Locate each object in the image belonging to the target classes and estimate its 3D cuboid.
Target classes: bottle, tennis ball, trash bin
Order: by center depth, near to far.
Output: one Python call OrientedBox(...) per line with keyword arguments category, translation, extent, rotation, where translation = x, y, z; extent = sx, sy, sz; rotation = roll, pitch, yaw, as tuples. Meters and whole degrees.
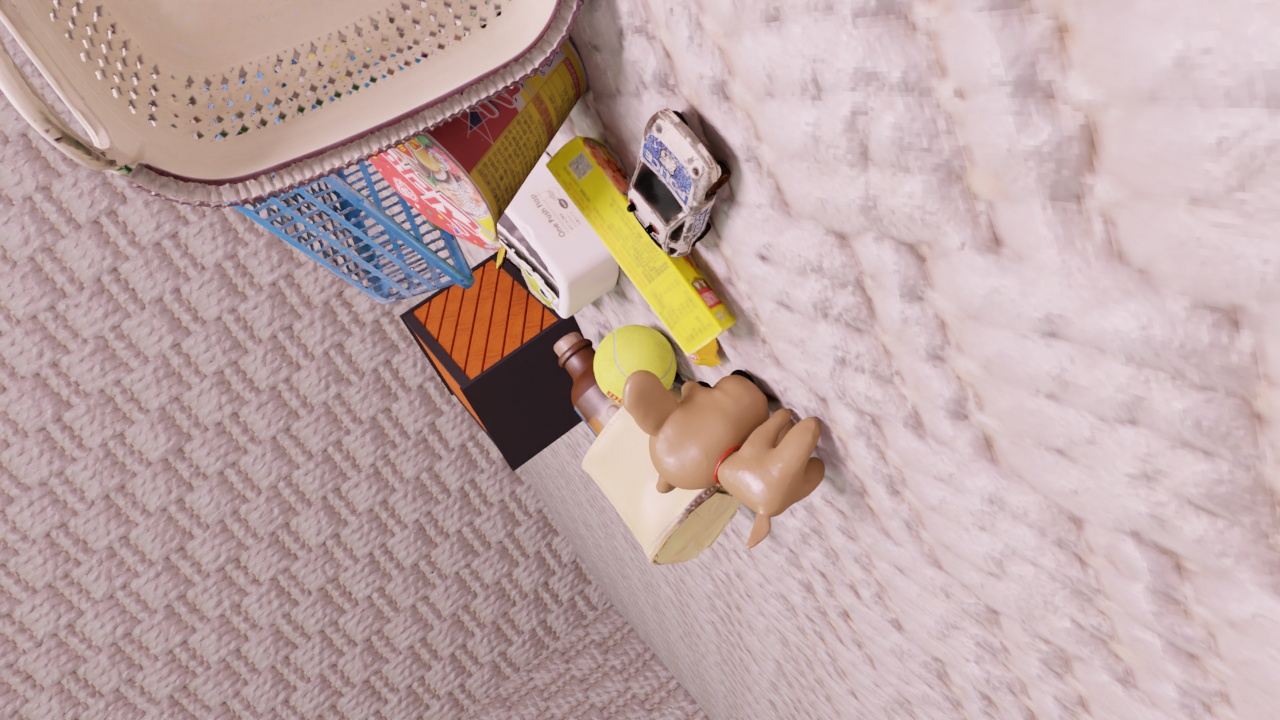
OrientedBox(category="tennis ball", translation=(-0.004, 0.004, 0.724), extent=(0.065, 0.065, 0.065), rotation=(50, 166, 17))
OrientedBox(category="bottle", translation=(-0.026, 0.040, 0.880), extent=(0.157, 0.067, 0.068), rotation=(52, 166, 10))
OrientedBox(category="trash bin", translation=(-0.154, -0.003, 1.050), extent=(0.172, 0.139, 0.140), rotation=(41, 161, 44))

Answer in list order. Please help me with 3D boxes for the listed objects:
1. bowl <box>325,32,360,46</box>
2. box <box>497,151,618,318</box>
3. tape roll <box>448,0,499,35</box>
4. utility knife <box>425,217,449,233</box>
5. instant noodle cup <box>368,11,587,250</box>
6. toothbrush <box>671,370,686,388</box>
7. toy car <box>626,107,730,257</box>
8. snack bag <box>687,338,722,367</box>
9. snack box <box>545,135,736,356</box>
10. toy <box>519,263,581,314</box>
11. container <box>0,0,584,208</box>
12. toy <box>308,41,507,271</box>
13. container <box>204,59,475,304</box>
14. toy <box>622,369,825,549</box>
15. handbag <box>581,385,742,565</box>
OrientedBox(category="bowl", translation=(-0.278, -0.344, 0.802), extent=(0.145, 0.063, 0.145), rotation=(50, 166, 17))
OrientedBox(category="box", translation=(-0.084, -0.085, 0.721), extent=(0.107, 0.095, 0.102), rotation=(54, 166, 9))
OrientedBox(category="tape roll", translation=(-0.103, -0.230, 0.588), extent=(0.094, 0.018, 0.094), rotation=(50, 166, 17))
OrientedBox(category="utility knife", translation=(-0.161, -0.125, 0.899), extent=(0.031, 0.015, 0.174), rotation=(57, -162, 14))
OrientedBox(category="instant noodle cup", translation=(-0.091, -0.143, 0.530), extent=(0.100, 0.112, 0.100), rotation=(32, 161, 12))
OrientedBox(category="toothbrush", translation=(0.054, 0.031, 0.706), extent=(0.167, 0.012, 0.013), rotation=(34, 148, 54))
OrientedBox(category="toy car", translation=(0.014, -0.090, 0.488), extent=(0.048, 0.040, 0.113), rotation=(50, 165, 11))
OrientedBox(category="snack bag", translation=(0.023, -0.036, 0.635), extent=(0.099, 0.020, 0.026), rotation=(55, 168, -4))
OrientedBox(category="snack box", translation=(0.001, -0.072, 0.566), extent=(0.148, 0.029, 0.040), rotation=(53, -159, 3))
OrientedBox(category="toy", translation=(-0.086, -0.082, 0.839), extent=(0.092, 0.043, 0.118), rotation=(56, 168, -12))
OrientedBox(category="container", translation=(-0.159, -0.194, 0.418), extent=(0.143, 0.251, 0.185), rotation=(55, 169, 46))
OrientedBox(category="toy", translation=(-0.180, -0.188, 0.807), extent=(0.214, 0.084, 0.149), rotation=(51, -171, 13))
OrientedBox(category="container", translation=(-0.309, -0.222, 0.850), extent=(0.362, 0.089, 0.257), rotation=(61, -170, 31))
OrientedBox(category="toy", translation=(0.058, 0.057, 0.591), extent=(0.108, 0.105, 0.134), rotation=(25, 153, 30))
OrientedBox(category="handbag", translation=(0.026, 0.094, 0.763), extent=(0.081, 0.111, 0.119), rotation=(11, -149, -50))
